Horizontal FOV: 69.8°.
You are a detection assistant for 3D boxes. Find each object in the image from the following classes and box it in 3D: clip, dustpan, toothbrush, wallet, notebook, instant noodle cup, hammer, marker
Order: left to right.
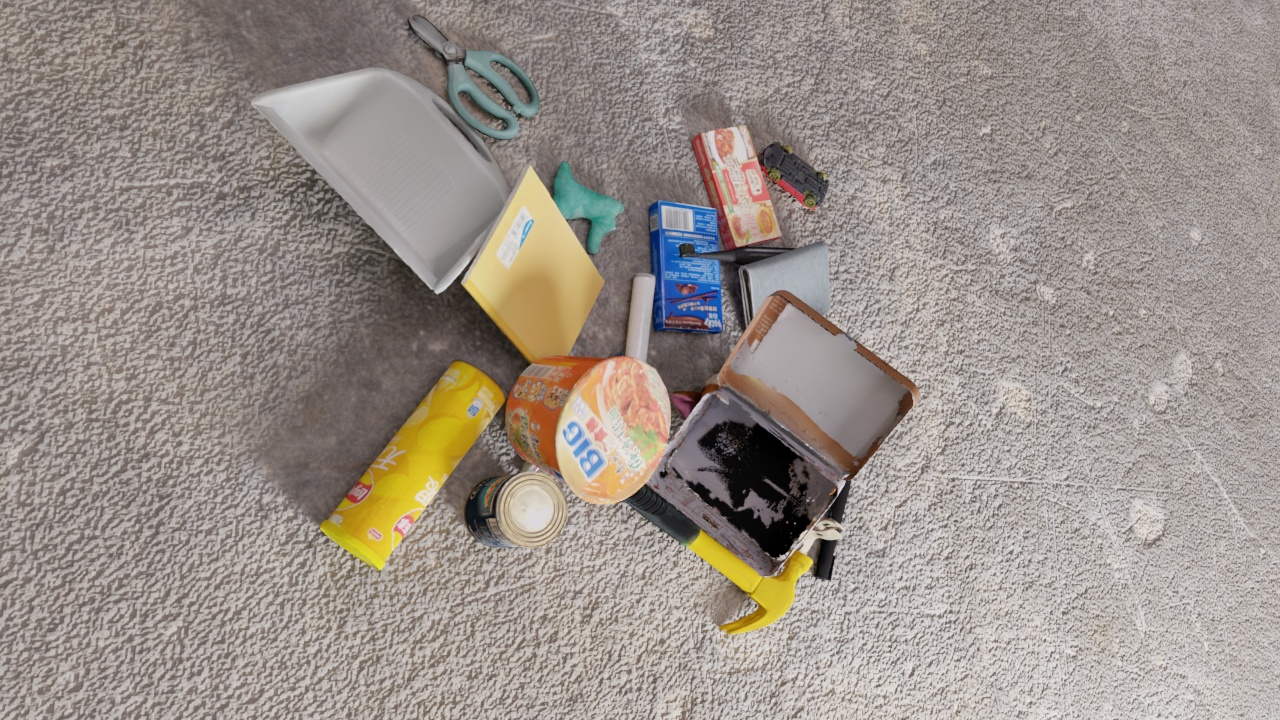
[{"bbox_3d":[-0.221,-0.199,0.899,0.142,0.258,0.222,-44,102,-2],"label":"dustpan"},{"bbox_3d":[-0.105,-0.082,0.963,0.145,0.010,0.206,-65,150,-20],"label":"notebook"},{"bbox_3d":[-0.074,0.058,1.022,0.016,0.017,0.187,43,64,-13],"label":"toothbrush"},{"bbox_3d":[-0.060,0.061,0.947,0.151,0.112,0.151,-11,106,-42],"label":"instant noodle cup"},{"bbox_3d":[-0.006,0.006,1.060,0.026,0.027,0.220,38,55,-66],"label":"toothbrush"},{"bbox_3d":[0.057,0.200,1.046,0.300,0.033,0.128,39,77,-13],"label":"hammer"},{"bbox_3d":[0.130,-0.130,1.134,0.212,0.026,0.027,-2,82,-37],"label":"toothbrush"},{"bbox_3d":[0.182,-0.085,1.157,0.129,0.037,0.107,-20,115,-28],"label":"wallet"},{"bbox_3d":[0.205,0.195,1.103,0.035,0.101,0.096,41,39,-13],"label":"clip"},{"bbox_3d":[0.243,0.210,1.153,0.022,0.020,0.131,20,72,-11],"label":"marker"}]

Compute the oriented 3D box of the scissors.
[{"bbox_3d":[-0.200,-0.308,1.018,0.185,0.019,0.129,24,61,-21],"label":"scissors"}]

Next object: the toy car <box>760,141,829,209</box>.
[{"bbox_3d":[0.201,-0.243,1.207,0.106,0.031,0.049,32,67,-19],"label":"toy car"}]

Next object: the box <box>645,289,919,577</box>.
[{"bbox_3d":[0.146,0.075,0.955,0.178,0.102,0.261,37,105,13],"label":"box"}]

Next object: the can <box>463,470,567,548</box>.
[{"bbox_3d":[-0.126,0.152,0.925,0.075,0.111,0.075,5,78,-26],"label":"can"}]

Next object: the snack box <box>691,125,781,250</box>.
[{"bbox_3d":[0.123,-0.219,1.167,0.075,0.026,0.153,-16,88,-28],"label":"snack box"}]

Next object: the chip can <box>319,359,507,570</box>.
[{"bbox_3d":[-0.221,0.100,0.911,0.072,0.072,0.212,42,65,-14],"label":"chip can"}]

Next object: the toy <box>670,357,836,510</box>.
[{"bbox_3d":[0.133,0.093,1.068,0.139,0.131,0.199,-28,84,-31],"label":"toy"}]

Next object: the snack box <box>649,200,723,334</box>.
[{"bbox_3d":[0.055,-0.111,1.112,0.084,0.026,0.157,3,80,-27],"label":"snack box"}]

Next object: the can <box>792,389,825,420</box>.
[{"bbox_3d":[0.239,0.047,1.144,0.102,0.083,0.057,-7,84,-27],"label":"can"}]

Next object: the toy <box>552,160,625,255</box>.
[{"bbox_3d":[-0.063,-0.174,1.064,0.092,0.030,0.096,16,80,-21],"label":"toy"}]
